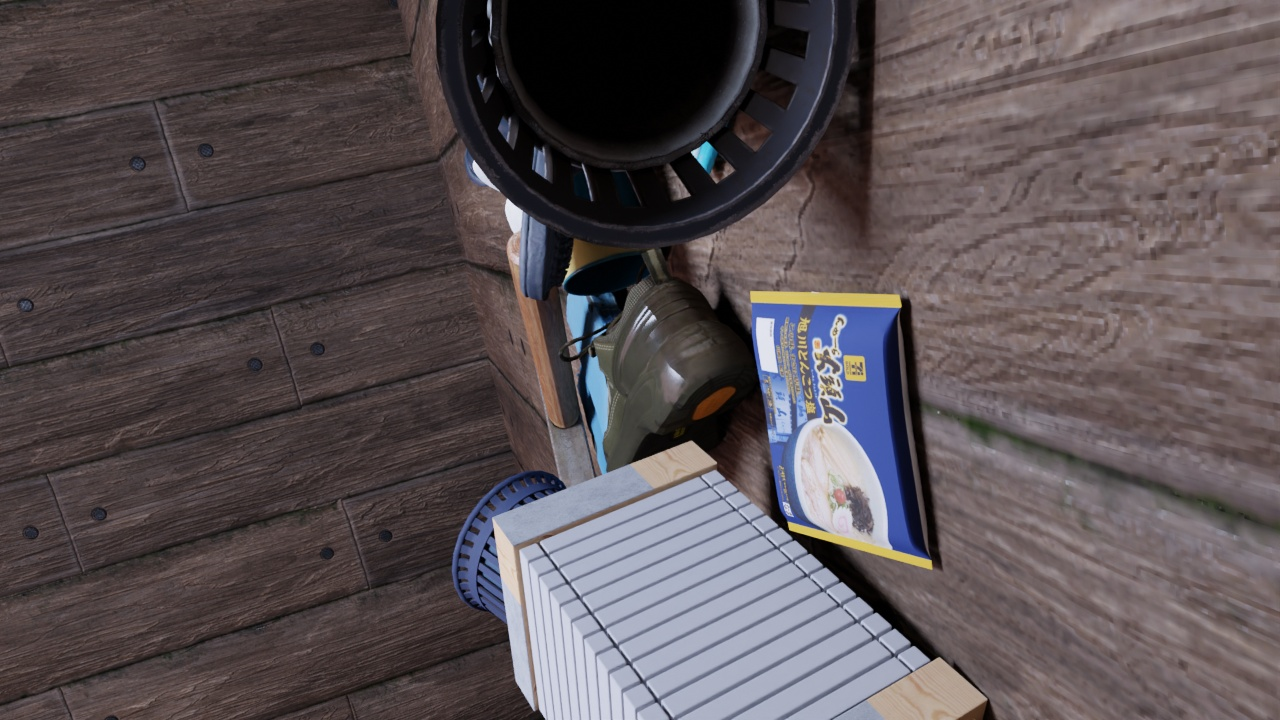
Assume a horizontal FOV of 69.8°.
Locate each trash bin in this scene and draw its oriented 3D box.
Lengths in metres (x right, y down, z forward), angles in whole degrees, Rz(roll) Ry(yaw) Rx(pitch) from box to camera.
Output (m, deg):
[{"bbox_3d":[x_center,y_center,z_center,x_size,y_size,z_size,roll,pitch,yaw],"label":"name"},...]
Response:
[{"bbox_3d":[-0.027,0.204,0.771,0.250,0.139,0.139,23,133,38],"label":"trash bin"},{"bbox_3d":[0.038,0.186,0.520,0.247,0.142,0.143,39,140,48],"label":"trash bin"},{"bbox_3d":[-0.021,-0.173,0.449,0.227,0.164,0.164,-117,17,-59],"label":"trash bin"}]

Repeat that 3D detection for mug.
[{"bbox_3d":[-0.039,-0.111,0.750,0.114,0.083,0.107,123,131,-71],"label":"mug"}]

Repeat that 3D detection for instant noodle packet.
[{"bbox_3d":[0.097,0.032,0.448,0.087,0.026,0.134,7,113,49],"label":"instant noodle packet"}]

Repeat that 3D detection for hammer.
[{"bbox_3d":[-0.082,-0.004,0.844,0.301,0.037,0.157,85,171,-54],"label":"hammer"}]

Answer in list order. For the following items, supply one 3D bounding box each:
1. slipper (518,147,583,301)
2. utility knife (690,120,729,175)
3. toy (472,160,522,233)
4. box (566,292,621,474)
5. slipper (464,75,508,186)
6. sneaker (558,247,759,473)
[{"bbox_3d":[-0.036,-0.170,0.661,0.101,0.082,0.263,122,154,-83],"label":"slipper"},{"bbox_3d":[0.045,-0.146,0.526,0.022,0.015,0.117,63,160,21],"label":"utility knife"},{"bbox_3d":[-0.096,-0.123,0.792,0.076,0.037,0.125,34,158,50],"label":"toy"},{"bbox_3d":[-0.040,0.015,0.884,0.231,0.033,0.175,-114,24,-58],"label":"box"},{"bbox_3d":[-0.114,-0.183,0.830,0.109,0.083,0.266,40,163,34],"label":"slipper"},{"bbox_3d":[-0.004,0.004,0.679,0.143,0.101,0.238,62,158,18],"label":"sneaker"}]
